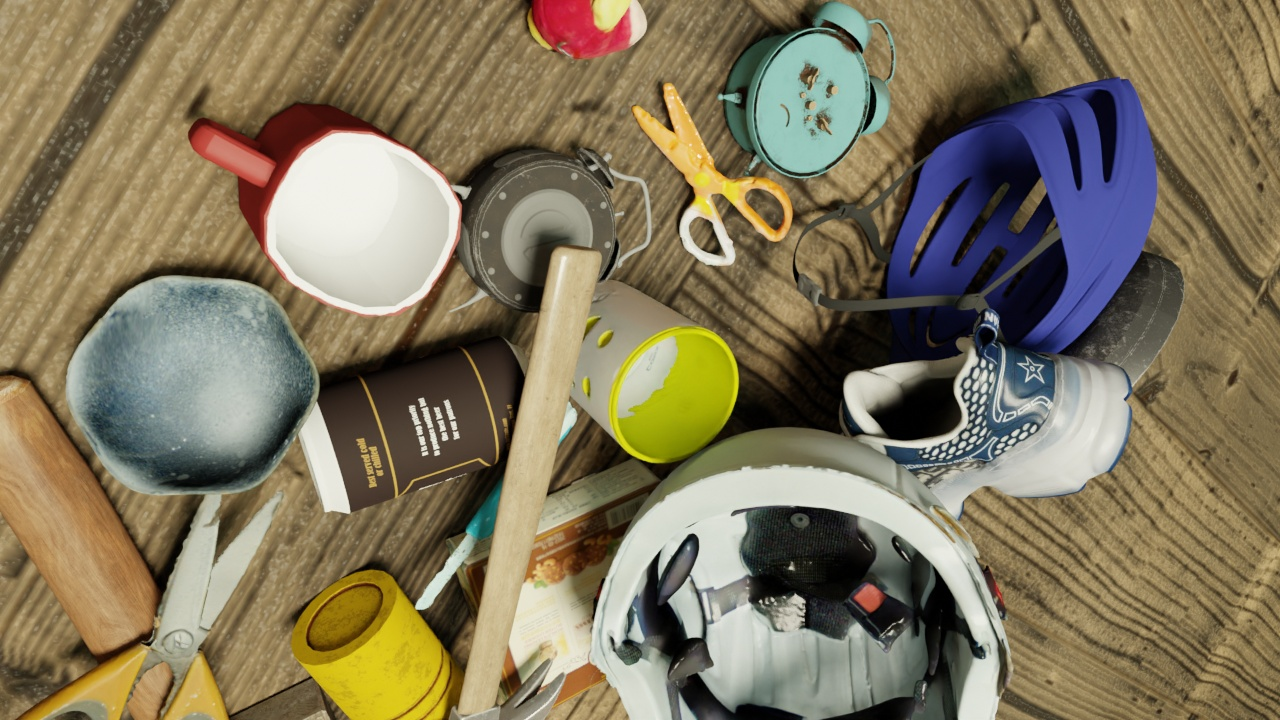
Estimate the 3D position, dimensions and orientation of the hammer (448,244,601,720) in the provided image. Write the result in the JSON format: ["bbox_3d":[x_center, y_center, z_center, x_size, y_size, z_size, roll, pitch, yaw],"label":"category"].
[{"bbox_3d":[-0.073,0.095,0.520,0.119,0.031,0.331,-1,111,-42],"label":"hammer"}]

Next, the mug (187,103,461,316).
[{"bbox_3d":[-0.155,-0.082,0.436,0.116,0.096,0.080,28,95,-35],"label":"mug"}]

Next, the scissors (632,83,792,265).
[{"bbox_3d":[0.031,-0.111,0.574,0.133,0.012,0.084,41,123,-17],"label":"scissors"}]

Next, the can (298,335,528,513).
[{"bbox_3d":[-0.123,0.035,0.520,0.128,0.072,0.072,-18,118,-22],"label":"can"}]

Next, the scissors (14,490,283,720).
[{"bbox_3d":[-0.264,0.160,0.482,0.165,0.016,0.225,7,107,-32],"label":"scissors"}]

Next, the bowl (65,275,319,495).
[{"bbox_3d":[-0.217,0.015,0.459,0.110,0.055,0.110,2,80,-12],"label":"bowl"}]

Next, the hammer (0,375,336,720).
[{"bbox_3d":[-0.287,0.143,0.495,0.157,0.037,0.301,-23,120,-20],"label":"hammer"}]

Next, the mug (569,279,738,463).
[{"bbox_3d":[-0.003,0.003,0.554,0.082,0.106,0.083,-11,115,-25],"label":"mug"}]

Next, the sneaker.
[{"bbox_3d":[0.176,0.049,0.622,0.132,0.270,0.103,27,56,-18],"label":"sneaker"}]

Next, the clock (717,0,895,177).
[{"bbox_3d":[0.108,-0.170,0.575,0.124,0.053,0.090,-34,124,-13],"label":"clock"}]

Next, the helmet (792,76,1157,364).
[{"bbox_3d":[0.216,-0.085,0.610,0.227,0.147,0.242,3,122,-33],"label":"helmet"}]

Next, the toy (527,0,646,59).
[{"bbox_3d":[-0.042,-0.223,0.465,0.105,0.067,0.137,-17,110,-18],"label":"toy"}]

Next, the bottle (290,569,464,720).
[{"bbox_3d":[-0.148,0.215,0.585,0.071,0.071,0.164,-33,123,-14],"label":"bottle"}]

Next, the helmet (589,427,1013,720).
[{"bbox_3d":[0.098,0.144,0.579,0.237,0.163,0.264,-9,115,14],"label":"helmet"}]

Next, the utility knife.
[{"bbox_3d":[-0.090,0.088,0.573,0.158,0.015,0.022,-53,130,-20],"label":"utility knife"}]

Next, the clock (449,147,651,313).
[{"bbox_3d":[-0.056,-0.076,0.527,0.122,0.044,0.091,-17,118,-23],"label":"clock"}]

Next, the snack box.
[{"bbox_3d":[-0.044,0.160,0.637,0.143,0.041,0.147,-22,119,-20],"label":"snack box"}]

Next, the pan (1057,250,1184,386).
[{"bbox_3d":[0.260,0.048,0.715,0.040,0.207,0.358,39,110,-5],"label":"pan"}]
